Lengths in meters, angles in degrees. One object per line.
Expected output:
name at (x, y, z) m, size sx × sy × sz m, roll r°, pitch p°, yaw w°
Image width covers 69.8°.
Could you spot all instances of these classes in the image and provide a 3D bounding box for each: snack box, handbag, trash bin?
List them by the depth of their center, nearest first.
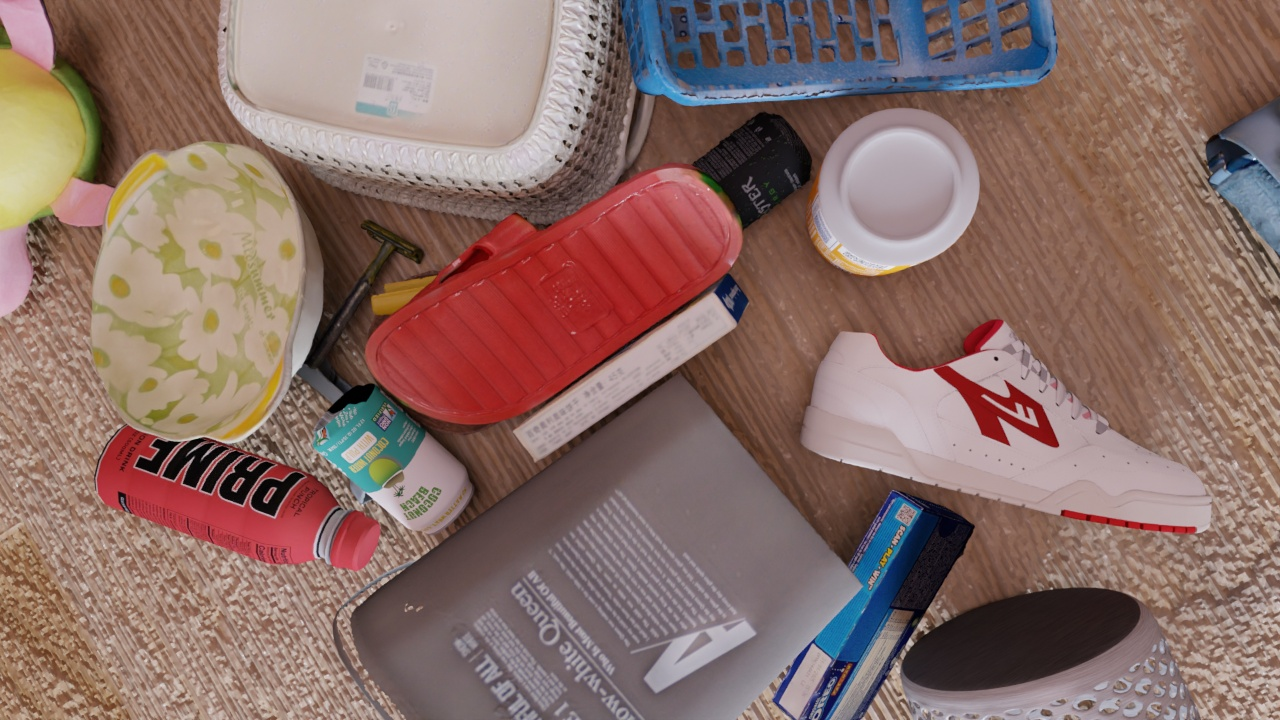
handbag at (0.411, -0.076, 0.498) m, size 0.122 × 0.118 × 0.192 m, roll -27°, pitch 84°, yaw 8°
trash bin at (0.246, 0.240, 0.518) m, size 0.156 × 0.156 × 0.183 m, roll -21°, pitch 87°, yaw 8°
trash bin at (-0.012, 0.135, 0.535) m, size 0.220 × 0.197 × 0.197 m, roll -40°, pitch 88°, yaw 1°
snack box at (-0.003, 0.003, 0.563) m, size 0.150 × 0.081 × 0.026 m, roll -35°, pitch 93°, yaw 16°
snack box at (0.144, 0.154, 0.563) m, size 0.027 × 0.082 × 0.150 m, roll 33°, pitch 97°, yaw 44°

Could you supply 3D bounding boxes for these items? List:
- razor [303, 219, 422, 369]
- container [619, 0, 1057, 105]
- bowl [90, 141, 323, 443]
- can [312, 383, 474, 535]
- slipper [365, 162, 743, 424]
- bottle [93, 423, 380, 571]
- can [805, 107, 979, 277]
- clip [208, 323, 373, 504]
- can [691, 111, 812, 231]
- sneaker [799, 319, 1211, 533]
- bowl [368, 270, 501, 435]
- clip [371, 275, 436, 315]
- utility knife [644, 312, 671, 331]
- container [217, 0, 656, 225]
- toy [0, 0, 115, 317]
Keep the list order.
razor at (-0.192, -0.040, 0.613) m, size 0.042 × 0.026 × 0.105 m, roll 30°, pitch 81°, yaw 3°
container at (0.078, -0.314, 0.503) m, size 0.256 × 0.089 × 0.362 m, roll -10°, pitch 91°, yaw -23°
bowl at (-0.268, -0.041, 0.592) m, size 0.189 × 0.060 × 0.219 m, roll -44°, pitch 68°, yaw 14°
can at (-0.160, 0.065, 0.597) m, size 0.055 × 0.055 × 0.101 m, roll -40°, pitch 111°, yaw 7°
slipper at (-0.053, -0.041, 0.551) m, size 0.249 × 0.059 × 0.103 m, roll -27°, pitch 117°, yaw 19°
bottle at (-0.256, 0.092, 0.596) m, size 0.176 × 0.062 × 0.062 m, roll 18°, pitch 95°, yaw 6°
can at (0.136, -0.089, 0.520) m, size 0.079 × 0.142 × 0.079 m, roll 0°, pitch 93°, yaw 7°
clip at (-0.216, 0.037, 0.632) m, size 0.164 × 0.030 × 0.173 m, roll 23°, pitch 97°, yaw 4°
can at (0.042, -0.097, 0.577) m, size 0.138 × 0.054 × 0.054 m, roll -37°, pitch 88°, yaw 8°
sneaker at (0.222, 0.032, 0.550) m, size 0.237 × 0.090 × 0.104 m, roll 13°, pitch 89°, yaw 11°
bowl at (-0.125, -0.005, 0.617) m, size 0.114 × 0.026 × 0.102 m, roll 32°, pitch 96°, yaw 6°
clip at (-0.142, -0.032, 0.592) m, size 0.054 × 0.048 × 0.046 m, roll -8°, pitch 66°, yaw 6°
utility knife at (-0.029, -0.043, 0.611) m, size 0.147 × 0.015 × 0.022 m, roll 23°, pitch 105°, yaw 9°
container at (-0.124, -0.182, 0.550) m, size 0.252 × 0.143 × 0.185 m, roll 11°, pitch 99°, yaw 7°
toy at (-0.447, -0.137, 0.623) m, size 0.190 × 0.087 × 0.238 m, roll 9°, pitch 99°, yaw -13°
